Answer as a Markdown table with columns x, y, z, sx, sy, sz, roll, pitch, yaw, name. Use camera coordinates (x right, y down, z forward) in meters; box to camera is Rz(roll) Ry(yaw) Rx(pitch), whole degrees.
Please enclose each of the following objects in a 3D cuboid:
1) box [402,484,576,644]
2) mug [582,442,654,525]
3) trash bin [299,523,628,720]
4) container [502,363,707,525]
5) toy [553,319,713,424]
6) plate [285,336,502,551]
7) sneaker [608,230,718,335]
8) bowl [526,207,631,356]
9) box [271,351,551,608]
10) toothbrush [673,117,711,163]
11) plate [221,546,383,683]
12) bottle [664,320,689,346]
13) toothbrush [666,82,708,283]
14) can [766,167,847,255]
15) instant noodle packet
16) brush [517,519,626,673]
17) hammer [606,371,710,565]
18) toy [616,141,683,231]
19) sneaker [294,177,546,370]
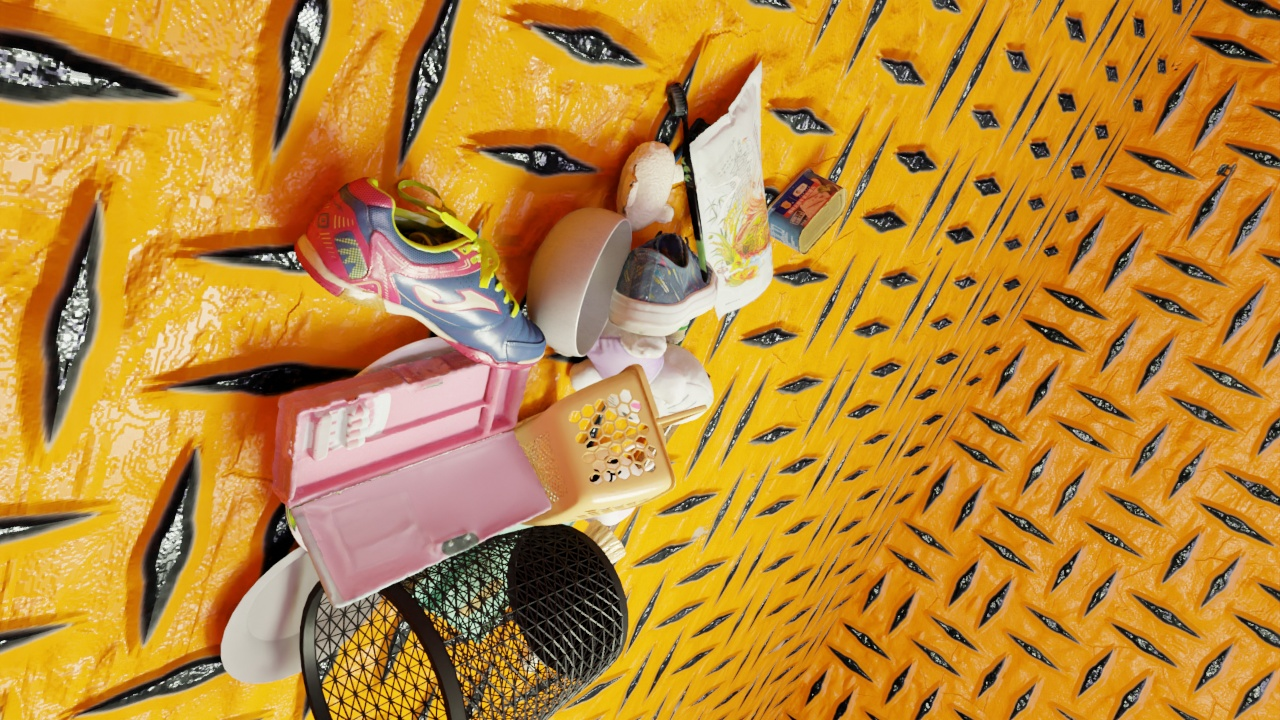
| x | y | z | sx | sy | sz | roll | pitch | yaw | name |
| --- | --- | --- | --- | --- | --- | --- | --- | --- | --- |
| -0.165 | 0.205 | 1.001 | 0.187 | 0.056 | 0.138 | -50 | 134 | -7 | box |
| -0.030 | 0.145 | 1.113 | 0.123 | 0.076 | 0.090 | -38 | 147 | -28 | mug |
| -0.150 | 0.265 | 0.863 | 0.242 | 0.217 | 0.217 | -13 | 131 | -50 | trash bin |
| -0.037 | 0.088 | 0.911 | 0.166 | 0.129 | 0.184 | -15 | 173 | -35 | container |
| -0.006 | 0.006 | 0.971 | 0.209 | 0.138 | 0.085 | 53 | 42 | -59 | toy |
| -0.213 | 0.074 | 0.806 | 0.228 | 0.030 | 0.230 | -36 | 144 | -31 | plate |
| 0.031 | -0.089 | 0.890 | 0.235 | 0.087 | 0.079 | -49 | 152 | -69 | sneaker |
| -0.062 | -0.075 | 0.826 | 0.131 | 0.064 | 0.132 | 22 | 89 | -81 | bowl |
| -0.182 | 0.079 | 0.755 | 0.232 | 0.075 | 0.173 | -16 | 104 | -48 | box |
| 0.011 | -0.161 | 0.909 | 0.190 | 0.017 | 0.016 | -54 | 152 | -1 | toothbrush |
| -0.304 | 0.219 | 0.838 | 0.172 | 0.019 | 0.173 | -37 | 147 | -30 | plate |
| 0.036 | -0.049 | 1.043 | 0.042 | 0.043 | 0.110 | -20 | 135 | -46 | bottle |
| 0.045 | -0.165 | 0.856 | 0.017 | 0.014 | 0.188 | -11 | 94 | -37 | toothbrush |
| 0.204 | -0.184 | 1.133 | 0.099 | 0.059 | 0.054 | -47 | 151 | -15 | can |
| 0.108 | -0.171 | 1.001 | 0.146 | 0.057 | 0.269 | -56 | 154 | -26 | instant noodle packet |
| -0.093 | 0.294 | 1.115 | 0.077 | 0.062 | 0.273 | -10 | 138 | -45 | brush |
| 0.001 | 0.152 | 1.203 | 0.331 | 0.033 | 0.119 | -60 | 155 | 15 | hammer |
| 0.004 | -0.162 | 0.862 | 0.112 | 0.050 | 0.087 | -14 | 129 | -52 | toy |
| -0.136 | -0.060 | 0.691 | 0.091 | 0.116 | 0.241 | -49 | 146 | 9 | sneaker |
